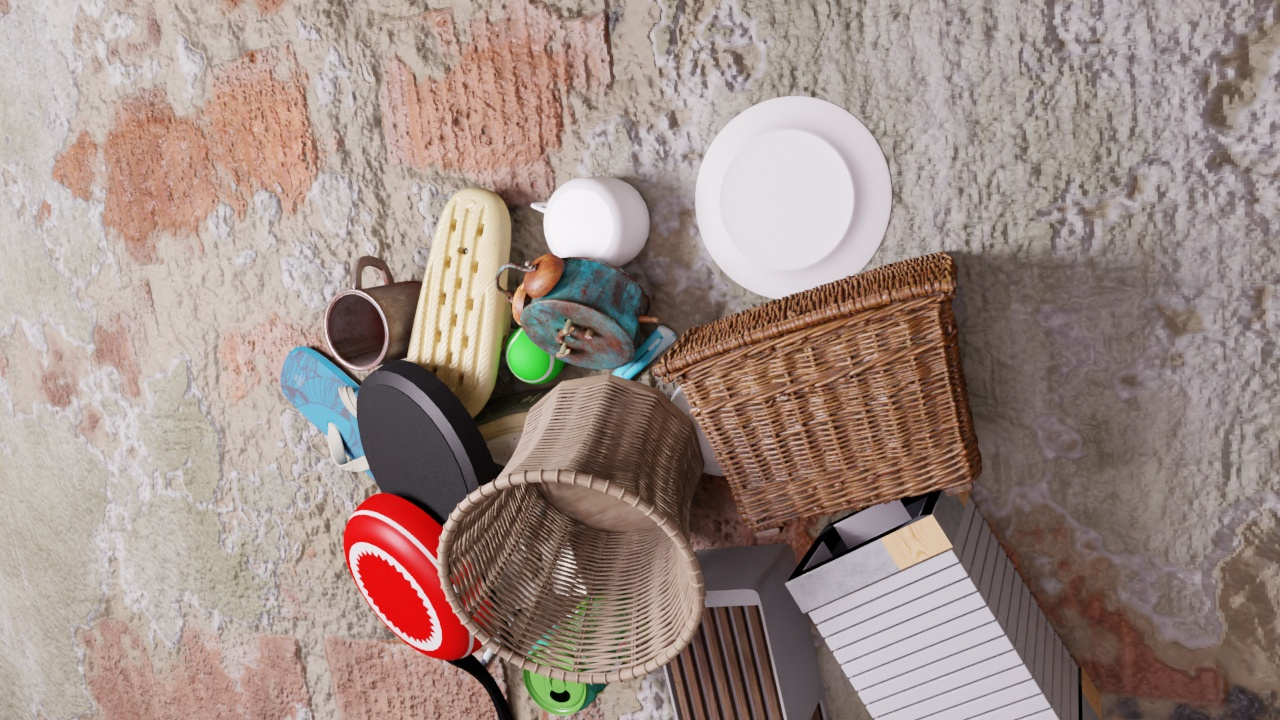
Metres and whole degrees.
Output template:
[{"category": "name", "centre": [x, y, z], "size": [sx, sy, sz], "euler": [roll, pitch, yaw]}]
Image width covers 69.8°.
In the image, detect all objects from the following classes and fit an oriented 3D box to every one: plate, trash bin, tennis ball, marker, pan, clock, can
[{"category": "plate", "centre": [0.137, -0.149, 0.858], "size": [0.189, 0.016, 0.189], "euler": [6, 103, 24]}, {"category": "trash bin", "centre": [0.271, 0.248, 0.809], "size": [0.143, 0.142, 0.247], "euler": [-34, 86, 27]}, {"category": "tennis ball", "centre": [-0.111, -0.007, 0.979], "size": [0.065, 0.065, 0.065], "euler": [5, 103, 24]}, {"category": "trash bin", "centre": [0.105, 0.316, 0.918], "size": [0.115, 0.114, 0.229], "euler": [-10, 96, 27]}, {"category": "marker", "centre": [-0.169, 0.332, 1.109], "size": [0.011, 0.011, 0.152], "euler": [36, 114, 14]}, {"category": "pan", "centre": [-0.228, 0.308, 1.049], "size": [0.209, 0.067, 0.356], "euler": [2, 119, 41]}, {"category": "pan", "centre": [-0.210, 0.169, 0.995], "size": [0.226, 0.034, 0.356], "euler": [-8, 106, 48]}, {"category": "clock", "centre": [-0.071, -0.048, 0.904], "size": [0.157, 0.073, 0.122], "euler": [24, 152, -11]}, {"category": "can", "centre": [-0.057, 0.307, 0.976], "size": [0.083, 0.143, 0.083], "euler": [5, 103, 24]}]

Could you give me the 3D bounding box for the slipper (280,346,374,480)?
[{"category": "slipper", "centre": [-0.341, 0.086, 1.113], "size": [0.295, 0.060, 0.118], "euler": [33, 116, 16]}]

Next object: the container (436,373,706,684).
[{"category": "container", "centre": [-0.046, 0.142, 0.842], "size": [0.227, 0.195, 0.227], "euler": [5, 119, 8]}]

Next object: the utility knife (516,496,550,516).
[{"category": "utility knife", "centre": [-0.139, 0.166, 1.057], "size": [0.196, 0.015, 0.031], "euler": [-10, 94, 29]}]

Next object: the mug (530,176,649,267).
[{"category": "mug", "centre": [-0.054, -0.140, 0.921], "size": [0.116, 0.068, 0.094], "euler": [22, 109, 20]}]

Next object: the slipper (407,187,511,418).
[{"category": "slipper", "centre": [-0.180, -0.053, 0.996], "size": [0.111, 0.079, 0.261], "euler": [12, 95, 27]}]

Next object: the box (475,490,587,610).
[{"category": "box", "centre": [-0.146, 0.209, 1.026], "size": [0.186, 0.065, 0.145], "euler": [-21, 91, 55]}]

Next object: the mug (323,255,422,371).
[{"category": "mug", "centre": [-0.288, -0.057, 1.030], "size": [0.096, 0.110, 0.123], "euler": [-2, 100, 20]}]

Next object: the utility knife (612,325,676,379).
[{"category": "utility knife", "centre": [-0.006, 0.006, 0.961], "size": [0.022, 0.015, 0.118], "euler": [49, 119, 8]}]

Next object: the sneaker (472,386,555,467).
[{"category": "sneaker", "centre": [-0.121, 0.093, 1.002], "size": [0.242, 0.088, 0.102], "euler": [-13, 108, 26]}]

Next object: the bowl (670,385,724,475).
[{"category": "bowl", "centre": [0.070, 0.069, 0.923], "size": [0.110, 0.040, 0.110], "euler": [5, 103, 24]}]

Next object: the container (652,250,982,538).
[{"category": "container", "centre": [0.169, 0.033, 0.794], "size": [0.250, 0.162, 0.183], "euler": [-17, 98, 19]}]
